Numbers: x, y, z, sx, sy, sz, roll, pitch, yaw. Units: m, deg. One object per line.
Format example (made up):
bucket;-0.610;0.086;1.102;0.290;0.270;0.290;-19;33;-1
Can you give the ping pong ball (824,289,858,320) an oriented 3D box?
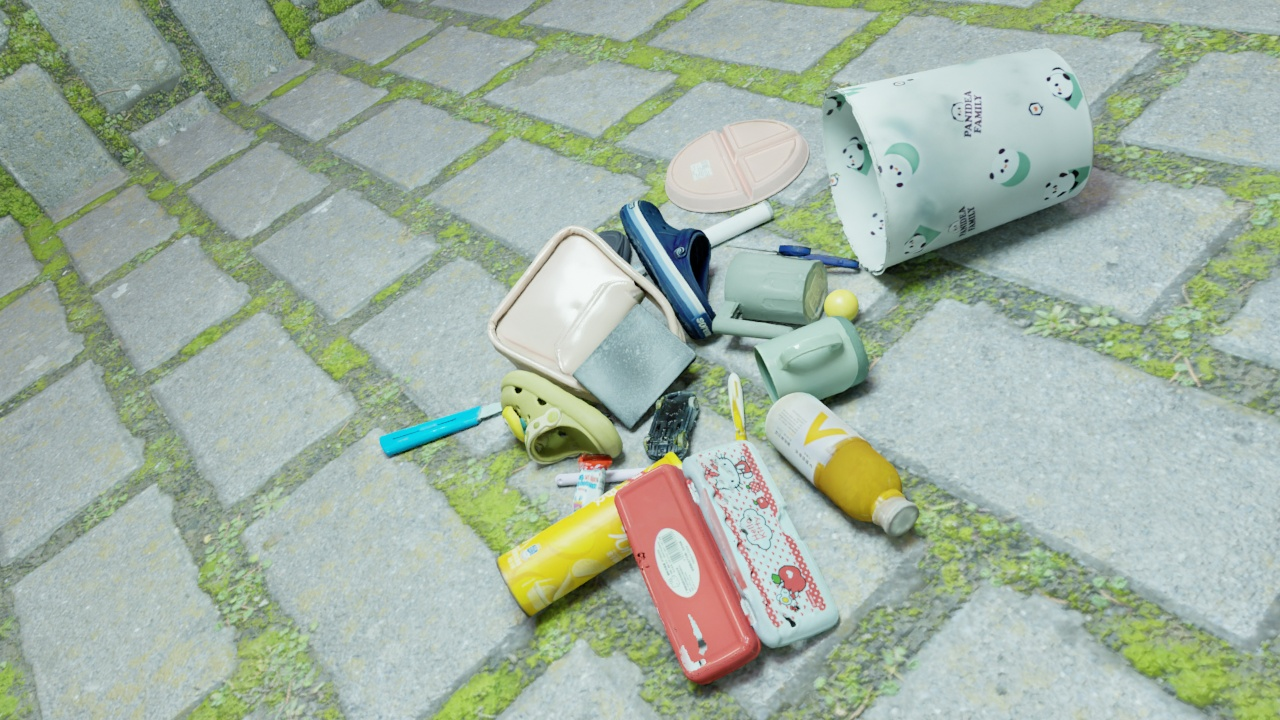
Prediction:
ping pong ball;0.239;-0.065;1.090;0.040;0.040;0.040;-14;40;12

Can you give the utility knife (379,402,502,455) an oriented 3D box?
utility knife;-0.251;0.083;1.193;0.191;0.018;0.034;-19;39;5

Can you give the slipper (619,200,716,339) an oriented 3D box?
slipper;0.049;-0.136;1.198;0.095;0.105;0.252;-27;50;2

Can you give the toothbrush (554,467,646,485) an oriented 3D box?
toothbrush;-0.011;0.128;1.021;0.189;0.029;0.021;-7;2;22

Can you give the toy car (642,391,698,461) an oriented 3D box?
toy car;0.037;0.076;1.043;0.049;0.031;0.105;-4;37;21

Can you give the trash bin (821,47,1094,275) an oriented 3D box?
trash bin;0.372;-0.247;1.097;0.252;0.230;0.229;-16;40;1

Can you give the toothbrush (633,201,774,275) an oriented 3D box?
toothbrush;0.084;-0.166;1.294;0.221;0.027;0.026;-25;45;0

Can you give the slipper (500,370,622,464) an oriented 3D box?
slipper;-0.107;0.076;1.074;0.191;0.092;0.081;22;60;37

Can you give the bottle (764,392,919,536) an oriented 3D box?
bottle;0.197;0.102;0.904;0.068;0.068;0.189;-32;40;-10

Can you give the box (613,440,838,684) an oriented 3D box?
box;0.075;0.179;0.852;0.161;0.060;0.201;-24;61;-2

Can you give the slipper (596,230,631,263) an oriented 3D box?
slipper;-0.082;-0.113;1.277;0.111;0.083;0.267;-9;40;21

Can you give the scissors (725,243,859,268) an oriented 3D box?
scissors;0.192;-0.134;1.158;0.176;0.012;0.162;10;4;9

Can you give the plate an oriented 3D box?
plate;0.145;-0.308;1.420;0.230;0.028;0.229;-14;41;12

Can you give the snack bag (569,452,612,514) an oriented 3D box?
snack bag;-0.058;0.150;1.003;0.045;0.026;0.105;0;65;22

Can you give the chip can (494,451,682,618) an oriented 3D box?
chip can;-0.040;0.177;0.939;0.213;0.072;0.072;-30;40;-6

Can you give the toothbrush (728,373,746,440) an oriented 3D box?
toothbrush;0.109;0.077;1.015;0.016;0.018;0.191;-13;41;11

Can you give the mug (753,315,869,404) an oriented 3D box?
mug;0.186;-0.002;0.993;0.106;0.112;0.082;-21;69;1

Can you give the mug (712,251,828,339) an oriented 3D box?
mug;0.157;-0.073;1.111;0.103;0.084;0.123;9;53;32

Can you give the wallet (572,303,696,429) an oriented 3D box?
wallet;-0.006;0.006;1.089;0.097;0.019;0.121;42;86;6

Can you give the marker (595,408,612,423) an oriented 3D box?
marker;-0.084;0.057;1.134;0.020;0.022;0.132;-7;21;-44

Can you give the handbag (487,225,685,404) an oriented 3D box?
handbag;-0.052;-0.038;1.141;0.234;0.093;0.193;32;83;21
